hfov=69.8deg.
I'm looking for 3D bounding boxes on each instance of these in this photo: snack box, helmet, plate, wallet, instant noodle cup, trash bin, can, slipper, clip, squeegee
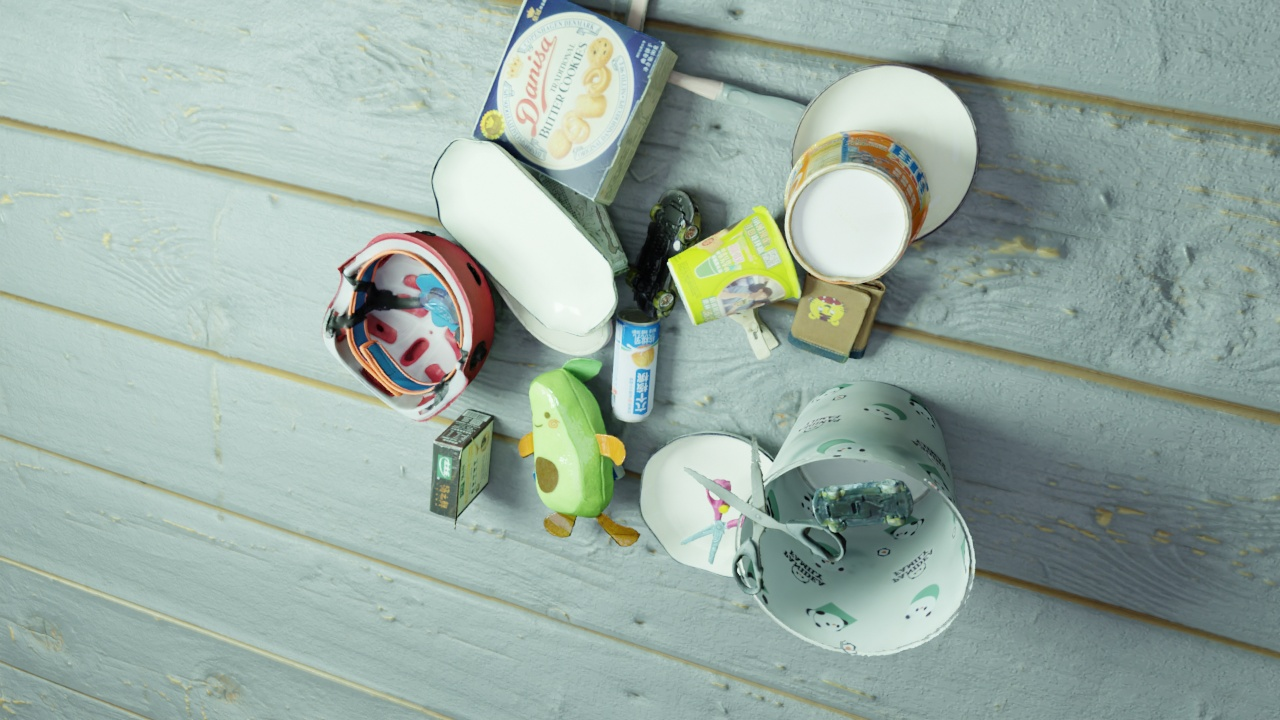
[{"bbox_3d":[-0.241,0.144,1.233,0.053,0.125,0.113,14,114,12],"label":"snack box"},{"bbox_3d":[-0.266,-0.062,1.148,0.207,0.143,0.241,37,121,6],"label":"helmet"},{"bbox_3d":[0.100,0.180,1.181,0.205,0.045,0.205,6,111,15],"label":"plate"},{"bbox_3d":[0.220,-0.051,1.033,0.090,0.033,0.115,16,140,9],"label":"wallet"},{"bbox_3d":[0.214,-0.150,0.931,0.151,0.111,0.151,7,114,15],"label":"instant noodle cup"},{"bbox_3d":[-0.128,-0.143,1.051,0.265,0.034,0.162,44,138,-3],"label":"plate"},{"bbox_3d":[-0.077,-0.291,1.012,0.182,0.045,0.178,29,103,18],"label":"snack box"},{"bbox_3d":[0.241,0.152,1.009,0.230,0.251,0.230,6,112,16],"label":"trash bin"},{"bbox_3d":[-0.007,0.007,1.143,0.053,0.053,0.135,10,113,14],"label":"can"},{"bbox_3d":[0.257,-0.217,0.975,0.192,0.039,0.193,7,114,15],"label":"plate"},{"bbox_3d":[-0.135,-0.121,1.134,0.114,0.054,0.274,-37,99,26],"label":"slipper"},{"bbox_3d":[0.099,-0.098,1.014,0.123,0.111,0.112,-22,103,3],"label":"instant noodle cup"},{"bbox_3d":[0.129,-0.051,1.085,0.035,0.070,0.100,-31,92,24],"label":"clip"},{"bbox_3d":[0.079,-0.298,1.004,0.250,0.040,0.248,20,114,9],"label":"squeegee"},{"bbox_3d":[-0.066,-0.164,1.082,0.058,0.058,0.147,-21,95,24],"label":"can"}]

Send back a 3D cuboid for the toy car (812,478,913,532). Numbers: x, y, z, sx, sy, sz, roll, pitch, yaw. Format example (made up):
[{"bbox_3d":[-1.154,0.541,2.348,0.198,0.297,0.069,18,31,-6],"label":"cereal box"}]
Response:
[{"bbox_3d":[0.206,0.132,0.852,0.091,0.034,0.043,-10,104,19],"label":"toy car"}]

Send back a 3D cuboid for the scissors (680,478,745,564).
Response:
[{"bbox_3d":[0.110,0.209,1.157,0.118,0.017,0.133,13,118,8],"label":"scissors"}]

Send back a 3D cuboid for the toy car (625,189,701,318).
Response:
[{"bbox_3d":[0.031,-0.124,1.078,0.070,0.042,0.158,43,125,39],"label":"toy car"}]

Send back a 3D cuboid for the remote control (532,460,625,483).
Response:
[{"bbox_3d":[-0.085,0.151,1.241,0.125,0.024,0.049,-19,104,24],"label":"remote control"}]

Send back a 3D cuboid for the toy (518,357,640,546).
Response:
[{"bbox_3d":[-0.088,0.122,1.168,0.227,0.089,0.247,-3,102,45],"label":"toy"}]

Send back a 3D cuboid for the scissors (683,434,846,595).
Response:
[{"bbox_3d":[0.115,0.157,0.906,0.178,0.014,0.160,31,115,8],"label":"scissors"}]
